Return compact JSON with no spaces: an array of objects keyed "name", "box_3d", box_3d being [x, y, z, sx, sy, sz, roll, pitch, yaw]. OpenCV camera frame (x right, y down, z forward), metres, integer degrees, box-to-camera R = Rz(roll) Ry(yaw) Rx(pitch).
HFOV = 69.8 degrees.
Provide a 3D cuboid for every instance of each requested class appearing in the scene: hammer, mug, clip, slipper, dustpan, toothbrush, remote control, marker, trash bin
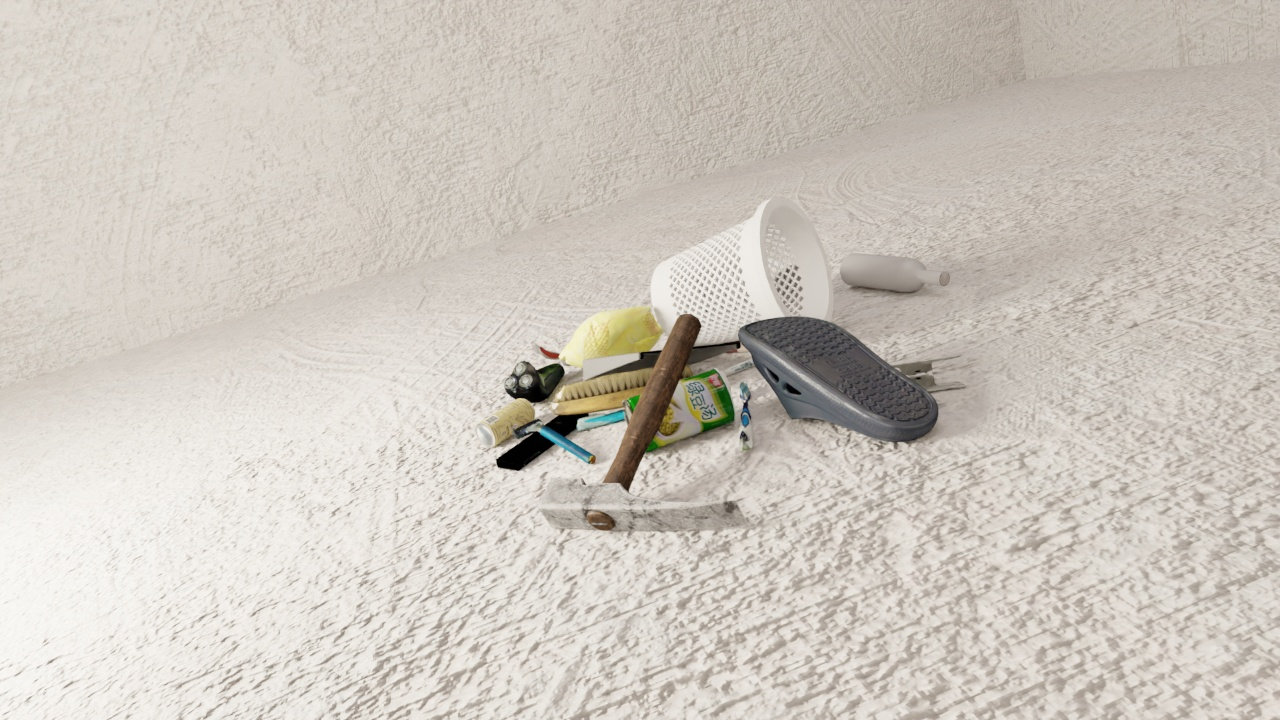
[{"name":"hammer","box_3d":[0.042,0.054,0.968,0.218,0.037,0.299,-5,41,31]},{"name":"mug","box_3d":[0.237,-0.120,1.469,0.110,0.074,0.090,6,9,-23]},{"name":"clip","box_3d":[0.312,0.017,1.033,0.102,0.058,0.051,-8,43,18]},{"name":"slipper","box_3d":[0.214,0.030,1.018,0.110,0.083,0.268,-18,35,-26]},{"name":"dustpan","box_3d":[-0.007,0.007,1.255,0.162,0.033,0.258,-6,0,-35]},{"name":"toothbrush","box_3d":[0.122,0.063,1.070,0.016,0.017,0.188,-11,17,10]},{"name":"remote control","box_3d":[-0.122,0.100,1.169,0.034,0.013,0.149,3,25,36]},{"name":"marker","box_3d":[0.138,0.007,1.240,0.152,0.011,0.011,-21,18,-17]},{"name":"trash bin","box_3d":[0.134,-0.104,1.284,0.200,0.195,0.194,-15,14,36]}]

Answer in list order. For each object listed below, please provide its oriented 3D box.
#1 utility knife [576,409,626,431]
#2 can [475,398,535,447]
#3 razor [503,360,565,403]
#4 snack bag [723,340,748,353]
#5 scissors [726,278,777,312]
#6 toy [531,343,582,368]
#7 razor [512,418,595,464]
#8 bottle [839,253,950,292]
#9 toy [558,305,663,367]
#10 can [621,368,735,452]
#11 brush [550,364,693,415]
[{"name":"utility knife","box_3d":[0.004,0.062,1.173,0.179,0.015,0.022,-14,18,8]},{"name":"can","box_3d":[-0.180,0.083,1.228,0.038,0.038,0.079,0,23,40]},{"name":"razor","box_3d":[-0.149,0.023,1.348,0.054,0.067,0.151,-5,12,18]},{"name":"snack bag","box_3d":[0.187,-0.029,1.307,0.158,0.013,0.056,-4,22,31]},{"name":"scissors","box_3d":[0.137,-0.081,1.431,0.157,0.012,0.166,-37,6,-7]},{"name":"toy","box_3d":[-0.109,-0.006,1.400,0.111,0.030,0.049,9,7,-25]},{"name":"razor","box_3d":[-0.102,0.097,1.118,0.042,0.022,0.144,-26,29,-33]},{"name":"bottle","box_3d":[0.386,-0.131,1.388,0.052,0.052,0.195,-23,19,-23]},{"name":"toy","box_3d":[-0.042,-0.027,1.335,0.155,0.064,0.170,-25,-19,7]},{"name":"can","box_3d":[0.046,0.058,1.067,0.121,0.067,0.067,-19,18,-10]},{"name":"brush","box_3d":[-0.022,0.038,1.189,0.195,0.043,0.059,-11,-6,-9]}]
